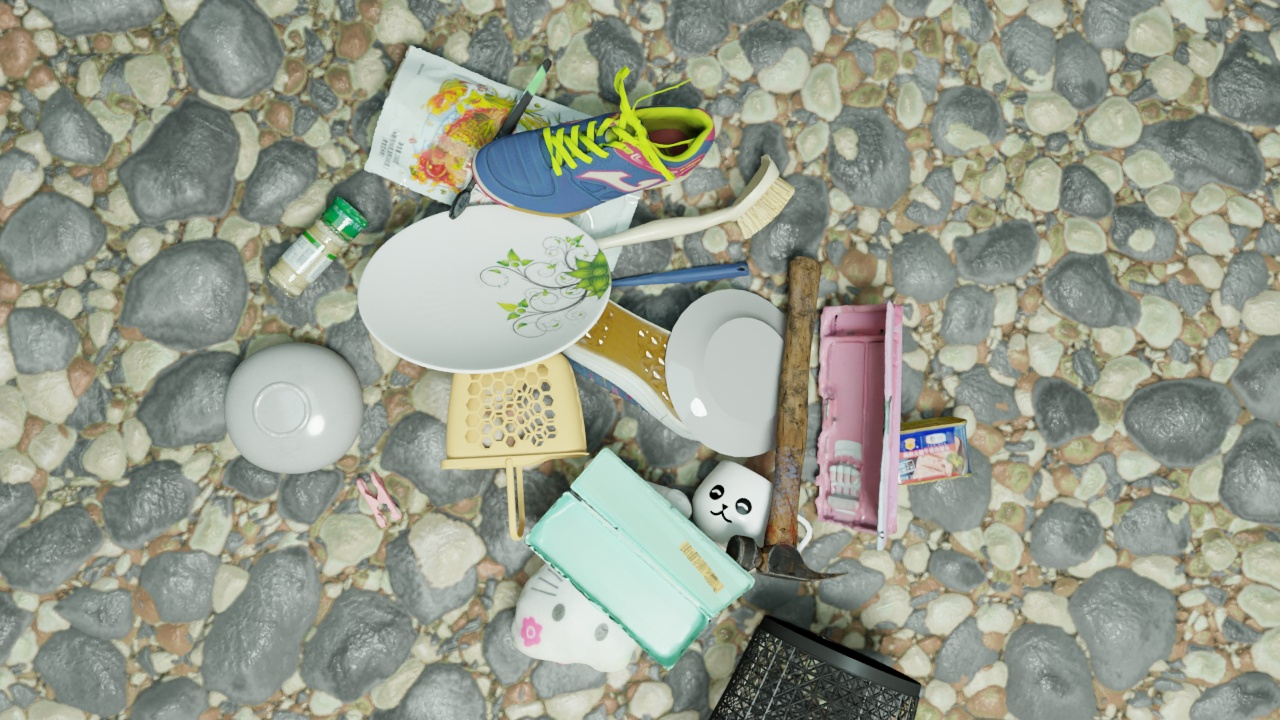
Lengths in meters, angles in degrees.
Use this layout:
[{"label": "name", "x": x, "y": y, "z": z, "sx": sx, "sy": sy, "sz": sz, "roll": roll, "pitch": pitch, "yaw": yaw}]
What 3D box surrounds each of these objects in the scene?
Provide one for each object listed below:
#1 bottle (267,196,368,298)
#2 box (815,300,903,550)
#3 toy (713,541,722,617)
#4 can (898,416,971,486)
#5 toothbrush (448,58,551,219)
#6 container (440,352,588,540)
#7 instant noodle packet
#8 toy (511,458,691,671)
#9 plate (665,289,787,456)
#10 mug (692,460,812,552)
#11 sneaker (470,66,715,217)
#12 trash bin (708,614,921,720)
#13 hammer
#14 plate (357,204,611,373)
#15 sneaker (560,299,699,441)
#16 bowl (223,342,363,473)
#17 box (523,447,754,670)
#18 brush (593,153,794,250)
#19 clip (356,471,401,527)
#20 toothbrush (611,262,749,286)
[{"label": "bottle", "x": -0.322, "y": -0.112, "z": 0.917, "sx": 0.042, "sy": 0.042, "sz": 0.110, "roll": 43, "pitch": 89, "yaw": -4}, {"label": "box", "x": 0.232, "y": 0.059, "z": 0.907, "sx": 0.075, "sy": 0.173, "sz": 0.233, "roll": 2, "pitch": 92, "yaw": -10}, {"label": "toy", "x": 0.049, "y": 0.221, "z": 0.952, "sx": 0.112, "sy": 0.050, "sz": 0.087, "roll": 35, "pitch": 87, "yaw": -10}, {"label": "can", "x": 0.295, "y": 0.096, "z": 0.967, "sx": 0.100, "sy": 0.054, "sz": 0.059, "roll": -7, "pitch": 93, "yaw": -5}, {"label": "toothbrush", "x": -0.136, "y": -0.218, "z": 0.899, "sx": 0.014, "sy": 0.017, "sz": 0.188, "roll": 33, "pitch": 84, "yaw": -26}, {"label": "container", "x": -0.114, "y": 0.084, "z": 0.868, "sx": 0.129, "sy": 0.183, "sz": 0.167, "roll": -3, "pitch": 83, "yaw": -5}, {"label": "instant noodle packet", "x": -0.127, "y": -0.205, "z": 0.929, "sx": 0.269, "sy": 0.057, "sz": 0.147, "roll": 20, "pitch": 91, "yaw": -10}, {"label": "toy", "x": -0.044, "y": 0.208, "z": 0.924, "sx": 0.137, "sy": 0.085, "sz": 0.209, "roll": 24, "pitch": 87, "yaw": -2}, {"label": "plate", "x": 0.106, "y": 0.010, "z": 0.933, "sx": 0.172, "sy": 0.019, "sz": 0.172, "roll": 4, "pitch": 81, "yaw": -26}, {"label": "mug", "x": 0.111, "y": 0.159, "z": 0.925, "sx": 0.124, "sy": 0.090, "sz": 0.076, "roll": 27, "pitch": 79, "yaw": 23}, {"label": "sneaker", "x": -0.042, "y": -0.209, "z": 0.884, "sx": 0.241, "sy": 0.091, "sz": 0.116, "roll": -15, "pitch": 85, "yaw": -21}, {"label": "trash bin", "x": 0.151, "y": 0.396, "z": 0.889, "sx": 0.217, "sy": 0.217, "sz": 0.243, "roll": 24, "pitch": 82, "yaw": -5}, {"label": "hammer", "x": 0.159, "y": 0.053, "z": 0.916, "sx": 0.120, "sy": 0.033, "sz": 0.329, "roll": 15, "pitch": 71, "yaw": -19}, {"label": "plate", "x": -0.142, "y": -0.063, "z": 0.850, "sx": 0.229, "sy": 0.030, "sz": 0.228, "roll": 1, "pitch": 47, "yaw": -1}, {"label": "sneaker", "x": -0.006, "y": 0.006, "z": 0.933, "sx": 0.235, "sy": 0.079, "sz": 0.087, "roll": 34, "pitch": 67, "yaw": -21}, {"label": "bowl", "x": -0.345, "y": 0.047, "z": 0.905, "sx": 0.132, "sy": 0.064, "sz": 0.132, "roll": 0, "pitch": 91, "yaw": -5}, {"label": "box", "x": -0.002, "y": 0.184, "z": 0.862, "sx": 0.187, "sy": 0.056, "sz": 0.138, "roll": 42, "pitch": 101, "yaw": 2}, {"label": "brush", "x": 0.030, "y": -0.139, "z": 0.935, "sx": 0.272, "sy": 0.062, "sz": 0.077, "roll": -19, "pitch": 84, "yaw": -6}, {"label": "clip", "x": -0.274, "y": 0.145, "z": 0.935, "sx": 0.041, "sy": 0.023, "sz": 0.059, "roll": -36, "pitch": 95, "yaw": -7}, {"label": "toothbrush", "x": 0.020, "y": -0.086, "z": 0.959, "sx": 0.190, "sy": 0.017, "sz": 0.016, "roll": -7, "pitch": 92, "yaw": -5}]
